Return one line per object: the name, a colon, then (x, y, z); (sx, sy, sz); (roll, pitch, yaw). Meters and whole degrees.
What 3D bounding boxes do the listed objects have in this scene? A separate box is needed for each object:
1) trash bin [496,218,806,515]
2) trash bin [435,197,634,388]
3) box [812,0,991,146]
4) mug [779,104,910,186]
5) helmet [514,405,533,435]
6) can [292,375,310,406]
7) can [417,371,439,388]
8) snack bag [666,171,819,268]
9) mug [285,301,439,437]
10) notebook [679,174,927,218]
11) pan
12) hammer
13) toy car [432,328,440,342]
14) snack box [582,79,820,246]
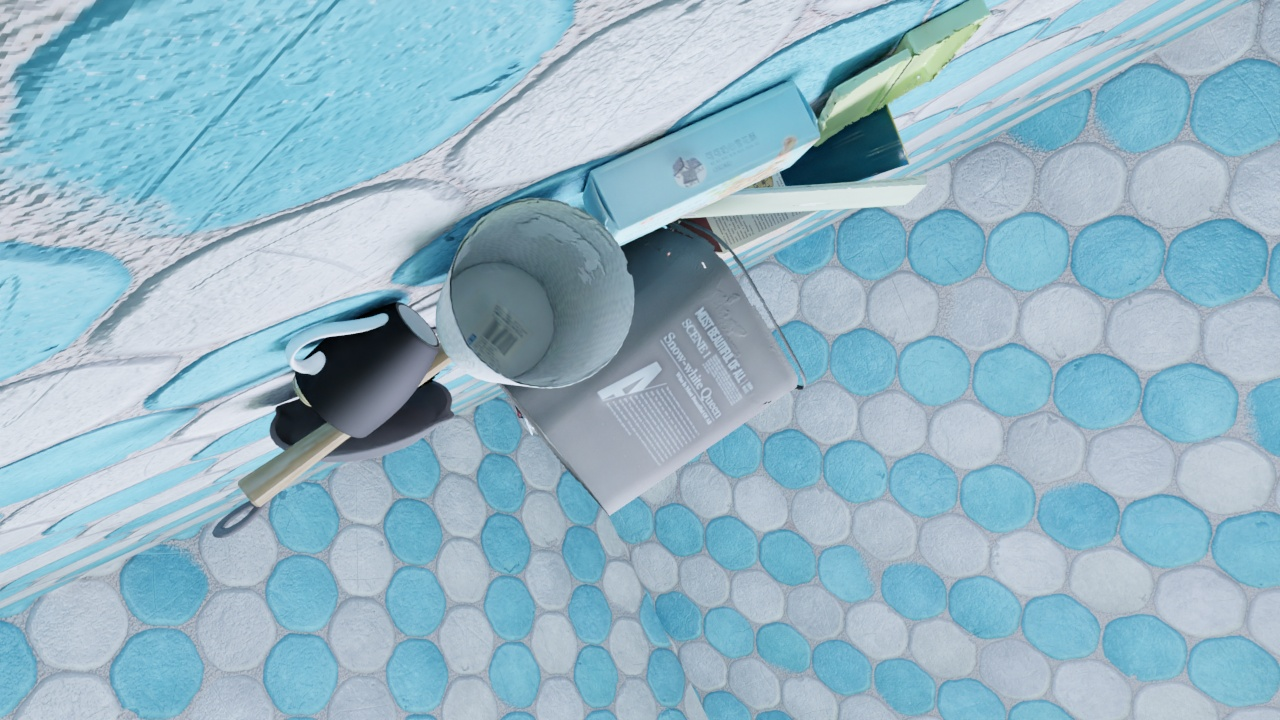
trash bin: (-0.005, 0.005, 0.871); (0.220, 0.197, 0.197); (-39, -151, -9)
trash bin: (-0.094, -0.040, 0.710); (0.133, 0.133, 0.161); (-26, -175, -21)
box: (0.215, -0.243, 0.798); (0.137, 0.024, 0.187); (-32, 179, 6)
mug: (0.204, -0.213, 0.941); (0.121, 0.078, 0.078); (-21, -179, 19)
helmet: (-0.086, -0.017, 1.306); (0.237, 0.163, 0.263); (-30, 172, 12)
can: (-0.288, 0.011, 0.878); (0.079, 0.038, 0.038); (-26, 180, 13)
can: (-0.288, 0.021, 1.006); (0.137, 0.054, 0.054); (-26, 180, -41)
snack bag: (0.093, -0.157, 1.081); (0.206, 0.070, 0.094); (-26, 180, -19)
mug: (-0.230, -0.004, 0.757); (0.100, 0.085, 0.119); (-40, 147, 7)
notebook: (0.141, -0.157, 0.907); (0.253, 0.010, 0.181); (-2, -178, 10)
pan: (-0.319, 0.090, 0.952); (0.217, 0.024, 0.353); (2, -157, 15)
hammer: (-0.229, 0.026, 0.866); (0.322, 0.051, 0.117); (-38, 177, -20)
toy car: (-0.234, -0.018, 0.987); (0.039, 0.039, 0.112); (-49, 171, 23)
snack box: (0.043, -0.146, 0.694); (0.174, 0.053, 0.075); (-27, 179, -9)
